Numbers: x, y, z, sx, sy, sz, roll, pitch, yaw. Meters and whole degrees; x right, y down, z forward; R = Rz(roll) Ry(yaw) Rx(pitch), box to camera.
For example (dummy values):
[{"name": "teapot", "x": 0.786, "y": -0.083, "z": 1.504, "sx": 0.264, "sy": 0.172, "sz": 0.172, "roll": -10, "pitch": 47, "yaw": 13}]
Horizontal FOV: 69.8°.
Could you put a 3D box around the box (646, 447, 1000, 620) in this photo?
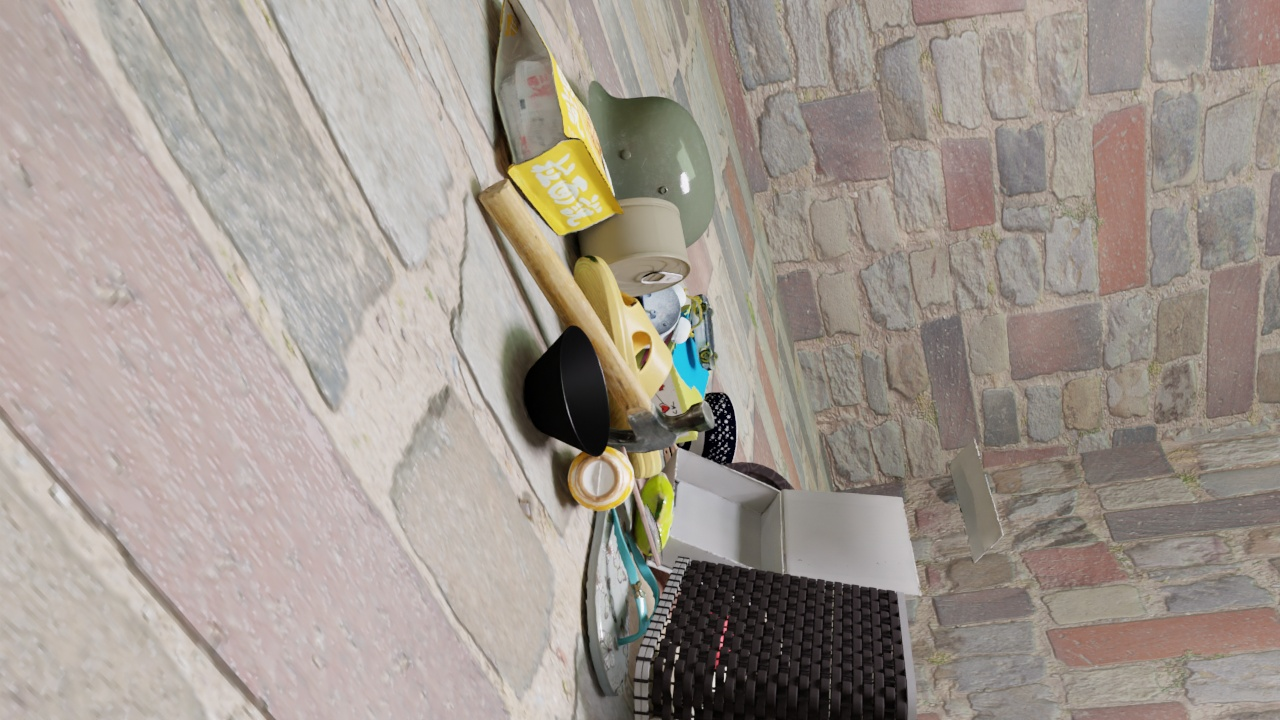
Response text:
[{"name": "box", "x": 0.219, "y": 0.232, "z": 1.162, "sx": 0.165, "sy": 0.418, "sz": 0.109, "roll": -81, "pitch": -175, "yaw": -52}]

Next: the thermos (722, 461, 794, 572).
[{"name": "thermos", "x": 0.163, "y": 0.270, "z": 1.357, "sx": 0.226, "sy": 0.173, "sz": 0.172, "roll": 67, "pitch": 18, "yaw": -56}]

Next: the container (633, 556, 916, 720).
[{"name": "container", "x": 0.140, "y": 0.364, "z": 0.929, "sx": 0.245, "sy": 0.244, "sz": 0.247, "roll": -45, "pitch": 136, "yaw": -72}]

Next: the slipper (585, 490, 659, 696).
[{"name": "slipper", "x": -0.016, "y": 0.207, "z": 0.950, "sx": 0.098, "sy": 0.055, "sz": 0.268, "roll": 61, "pitch": 22, "yaw": -44}]

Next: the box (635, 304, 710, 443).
[{"name": "box", "x": 0.037, "y": 0.017, "z": 1.246, "sx": 0.220, "sy": 0.079, "sz": 0.124, "roll": -73, "pitch": 148, "yaw": -65}]

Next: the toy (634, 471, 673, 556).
[{"name": "toy", "x": 0.016, "y": 0.175, "z": 1.079, "sx": 0.117, "sy": 0.043, "sz": 0.092, "roll": -98, "pitch": -163, "yaw": -81}]

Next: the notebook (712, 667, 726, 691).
[{"name": "notebook", "x": 0.096, "y": 0.443, "z": 1.259, "sx": 0.152, "sy": 0.012, "sz": 0.209, "roll": -76, "pitch": 150, "yaw": -56}]

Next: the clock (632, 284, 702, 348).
[{"name": "clock", "x": 0.021, "y": -0.059, "z": 1.157, "sx": 0.057, "sy": 0.117, "sz": 0.083, "roll": 105, "pitch": -20, "yaw": -68}]

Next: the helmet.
[{"name": "helmet", "x": 0.016, "y": -0.243, "z": 1.200, "sx": 0.226, "sy": 0.154, "sz": 0.268, "roll": -75, "pitch": 149, "yaw": -59}]

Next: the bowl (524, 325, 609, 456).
[{"name": "bowl", "x": -0.075, "y": 0.033, "z": 0.858, "sx": 0.124, "sy": 0.053, "sz": 0.124, "roll": -11, "pitch": 90, "yaw": -75}]

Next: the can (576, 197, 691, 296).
[{"name": "can", "x": -0.009, "y": -0.130, "z": 1.078, "sx": 0.127, "sy": 0.128, "sz": 0.073, "roll": 35, "pitch": 44, "yaw": -69}]

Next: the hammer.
[{"name": "hammer", "x": -0.057, "y": -0.032, "z": 0.905, "sx": 0.330, "sy": 0.132, "sz": 0.033, "roll": 57, "pitch": 25, "yaw": -28}]

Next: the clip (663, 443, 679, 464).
[{"name": "clip", "x": 0.049, "y": 0.133, "z": 1.294, "sx": 0.045, "sy": 0.025, "sz": 0.061, "roll": 35, "pitch": 42, "yaw": -68}]

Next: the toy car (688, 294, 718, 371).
[{"name": "toy car", "x": 0.083, "y": -0.037, "z": 1.241, "sx": 0.048, "sy": 0.033, "sz": 0.105, "roll": 28, "pitch": 55, "yaw": -73}]

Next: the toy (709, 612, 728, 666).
[{"name": "toy", "x": 0.103, "y": 0.364, "z": 1.231, "sx": 0.135, "sy": 0.045, "sz": 0.091, "roll": -47, "pitch": 120, "yaw": -79}]

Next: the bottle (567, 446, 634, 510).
[{"name": "bottle", "x": -0.037, "y": 0.118, "z": 0.917, "sx": 0.109, "sy": 0.063, "sz": 0.063, "roll": 67, "pitch": 14, "yaw": -81}]

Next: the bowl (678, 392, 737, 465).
[{"name": "bowl", "x": 0.091, "y": 0.107, "z": 1.361, "sx": 0.120, "sy": 0.066, "sz": 0.120, "roll": -179, "pitch": -89, "yaw": -74}]

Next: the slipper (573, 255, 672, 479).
[{"name": "slipper", "x": -0.006, "y": 0.006, "z": 1.023, "sx": 0.099, "sy": 0.078, "sz": 0.263, "roll": -147, "pitch": -138, "yaw": -64}]

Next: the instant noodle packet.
[{"name": "instant noodle packet", "x": -0.096, "y": -0.271, "z": 0.987, "sx": 0.163, "sy": 0.084, "sz": 0.221, "roll": 45, "pitch": 30, "yaw": -67}]

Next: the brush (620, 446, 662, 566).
[{"name": "brush", "x": 0.003, "y": 0.152, "z": 0.981, "sx": 0.050, "sy": 0.015, "sz": 0.136, "roll": -110, "pitch": -177, "yaw": -73}]
